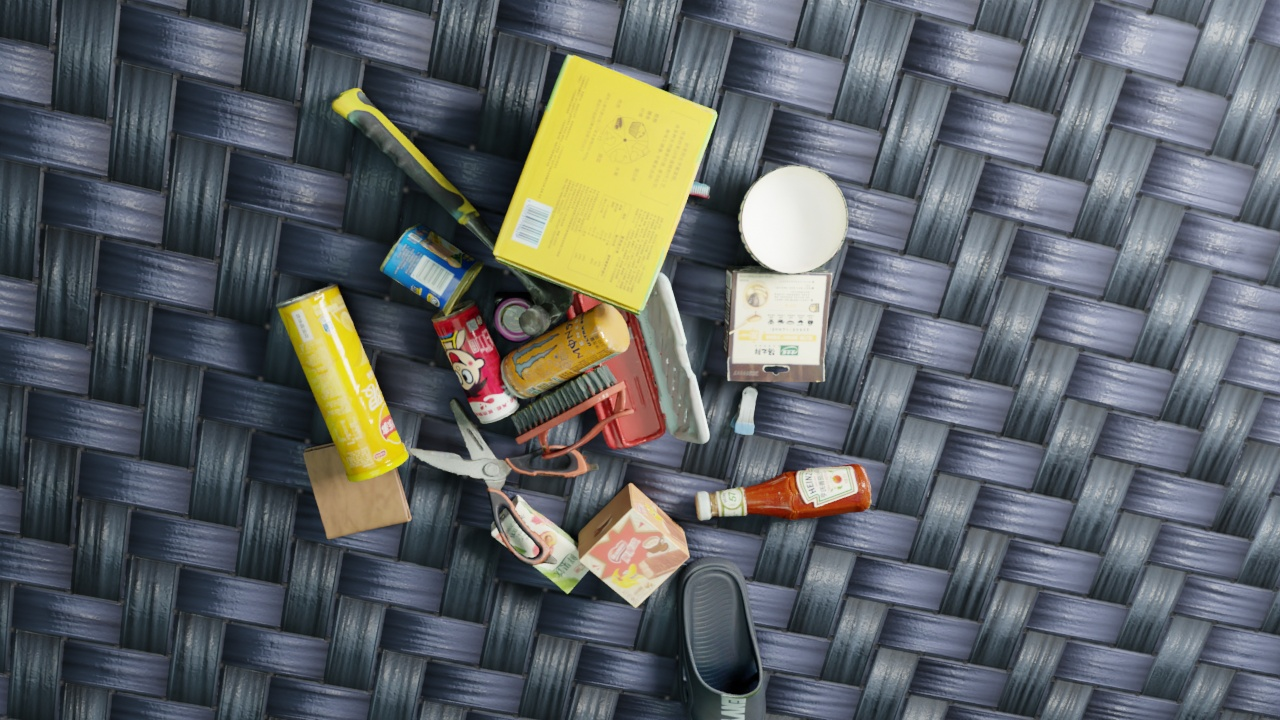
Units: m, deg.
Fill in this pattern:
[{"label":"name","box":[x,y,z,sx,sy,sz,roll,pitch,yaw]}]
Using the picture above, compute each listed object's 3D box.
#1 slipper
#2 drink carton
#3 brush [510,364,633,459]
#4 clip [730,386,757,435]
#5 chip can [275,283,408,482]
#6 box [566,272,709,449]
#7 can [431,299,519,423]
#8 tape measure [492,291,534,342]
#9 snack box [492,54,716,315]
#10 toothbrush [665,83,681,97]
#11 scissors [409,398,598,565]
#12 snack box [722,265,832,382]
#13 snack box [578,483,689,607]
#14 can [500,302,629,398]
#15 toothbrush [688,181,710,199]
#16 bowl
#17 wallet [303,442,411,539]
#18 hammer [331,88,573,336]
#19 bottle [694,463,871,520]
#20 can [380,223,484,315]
[{"label":"slipper","box":[0.099,0.380,1.143,0.111,0.083,0.268,-8,104,1]},{"label":"drink carton","box":[-0.118,0.220,1.104,0.122,0.045,0.053,41,89,-13]},{"label":"brush","box":[-0.071,0.059,1.024,0.146,0.063,0.069,-29,89,32]},{"label":"clip","box":[0.125,0.058,1.089,0.027,0.043,0.058,10,100,-5]},{"label":"chip can","box":[-0.330,0.026,1.018,0.072,0.072,0.213,-19,102,2]},{"label":"box","box":[0.001,0.001,1.040,0.155,0.073,0.201,-7,107,29]},{"label":"can","box":[-0.185,0.002,1.036,0.053,0.053,0.133,-21,105,2]},{"label":"tape measure","box":[-0.138,-0.050,1.033,0.057,0.039,0.058,-3,101,-3]},{"label":"snack box","box":[-0.034,-0.168,0.902,0.157,0.070,0.210,21,91,-3]},{"label":"toothbrush","box":[0.023,-0.205,0.999,0.017,0.014,0.189,7,95,-14]},{"label":"scissors","box":[-0.157,0.140,1.064,0.225,0.015,0.188,4,77,-13]},{"label":"snack box","box":[0.154,-0.043,1.044,0.113,0.053,0.126,1,106,-4]},{"label":"snack box","box":[-0.009,0.220,1.094,0.094,0.077,0.093,43,99,-13]},{"label":"can","box":[-0.083,-0.009,1.005,0.146,0.058,0.058,-26,107,30]},{"label":"toothbrush","box":[-0.014,-0.204,1.010,0.187,0.016,0.017,11,96,-6]},{"label":"bowl","box":[0.162,-0.152,1.004,0.116,0.066,0.116,0,96,-2]},{"label":"wallet","box":[-0.336,0.148,1.087,0.101,0.020,0.115,-13,103,-1]},{"label":"hammer","box":[-0.195,-0.164,0.974,0.323,0.125,0.032,45,118,-3]},{"label":"bottle","box":[0.169,0.163,1.099,0.206,0.059,0.060,-6,105,0]},{"label":"can","box":[-0.222,-0.100,0.983,0.083,0.102,0.057,33,101,-9]}]
